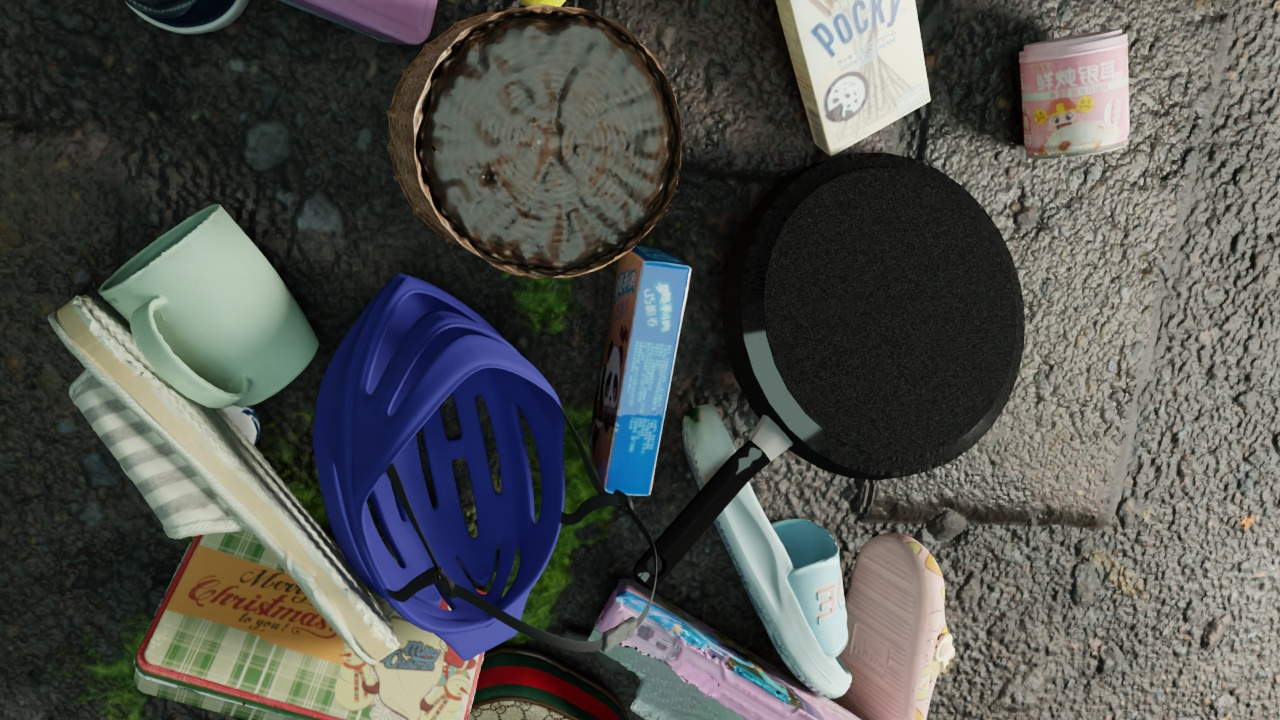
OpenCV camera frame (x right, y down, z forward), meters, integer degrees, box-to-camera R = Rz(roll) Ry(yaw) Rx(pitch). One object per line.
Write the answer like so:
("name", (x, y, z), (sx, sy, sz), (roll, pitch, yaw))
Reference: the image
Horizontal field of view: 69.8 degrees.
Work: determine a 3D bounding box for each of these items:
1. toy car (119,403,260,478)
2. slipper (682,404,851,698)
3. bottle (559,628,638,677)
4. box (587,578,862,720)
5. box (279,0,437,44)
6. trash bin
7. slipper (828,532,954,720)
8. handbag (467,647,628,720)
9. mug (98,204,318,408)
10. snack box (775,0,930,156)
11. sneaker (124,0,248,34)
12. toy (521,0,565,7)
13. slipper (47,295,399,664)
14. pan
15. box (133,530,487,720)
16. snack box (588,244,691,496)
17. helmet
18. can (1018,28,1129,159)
("toy car", (-0.294, 0.053, 0.596), (0.089, 0.027, 0.039), (-18, 105, -6))
("slipper", (0.102, 0.135, 0.658), (0.074, 0.104, 0.245), (-26, 103, 0))
("bottle", (-0.007, 0.222, 0.693), (0.113, 0.030, 0.030), (18, 100, -15))
("box", (0.065, 0.248, 0.650), (0.230, 0.084, 0.077), (31, 87, 3))
("box", (-0.195, -0.230, 0.475), (0.213, 0.036, 0.076), (5, 101, -53))
("trash bin", (-0.067, -0.120, 0.500), (0.151, 0.210, 0.151), (-2, 104, -10))
("slipper", (0.203, 0.223, 0.708), (0.081, 0.093, 0.197), (-5, 113, -31))
("handbag", (-0.091, 0.292, 0.683), (0.166, 0.063, 0.138), (34, 105, -17))
("mug", (-0.253, -0.021, 0.542), (0.084, 0.111, 0.104), (-27, 118, 14))
("snack box", (0.134, -0.212, 0.581), (0.082, 0.026, 0.150), (-30, 133, -1))
("sneaker", (-0.245, -0.324, 0.460), (0.120, 0.127, 0.295), (4, 101, -13))
("toy", (-0.050, -0.284, 0.490), (0.134, 0.092, 0.208), (23, 135, -7))
("slipper", (-0.242, 0.079, 0.537), (0.054, 0.114, 0.272), (-40, 102, -8))
("pan", (0.121, 0.014, 0.607), (0.225, 0.034, 0.355), (46, 74, -9))
("box", (-0.205, 0.182, 0.600), (0.205, 0.117, 0.050), (23, 135, -14))
("snack box", (-0.004, 0.004, 0.608), (0.034, 0.087, 0.151), (7, 103, -12))
("helmet", (-0.090, 0.073, 0.542), (0.147, 0.228, 0.242), (-18, 111, -40))
("can", (0.298, -0.182, 0.630), (0.067, 0.067, 0.076), (-13, 107, -8))
